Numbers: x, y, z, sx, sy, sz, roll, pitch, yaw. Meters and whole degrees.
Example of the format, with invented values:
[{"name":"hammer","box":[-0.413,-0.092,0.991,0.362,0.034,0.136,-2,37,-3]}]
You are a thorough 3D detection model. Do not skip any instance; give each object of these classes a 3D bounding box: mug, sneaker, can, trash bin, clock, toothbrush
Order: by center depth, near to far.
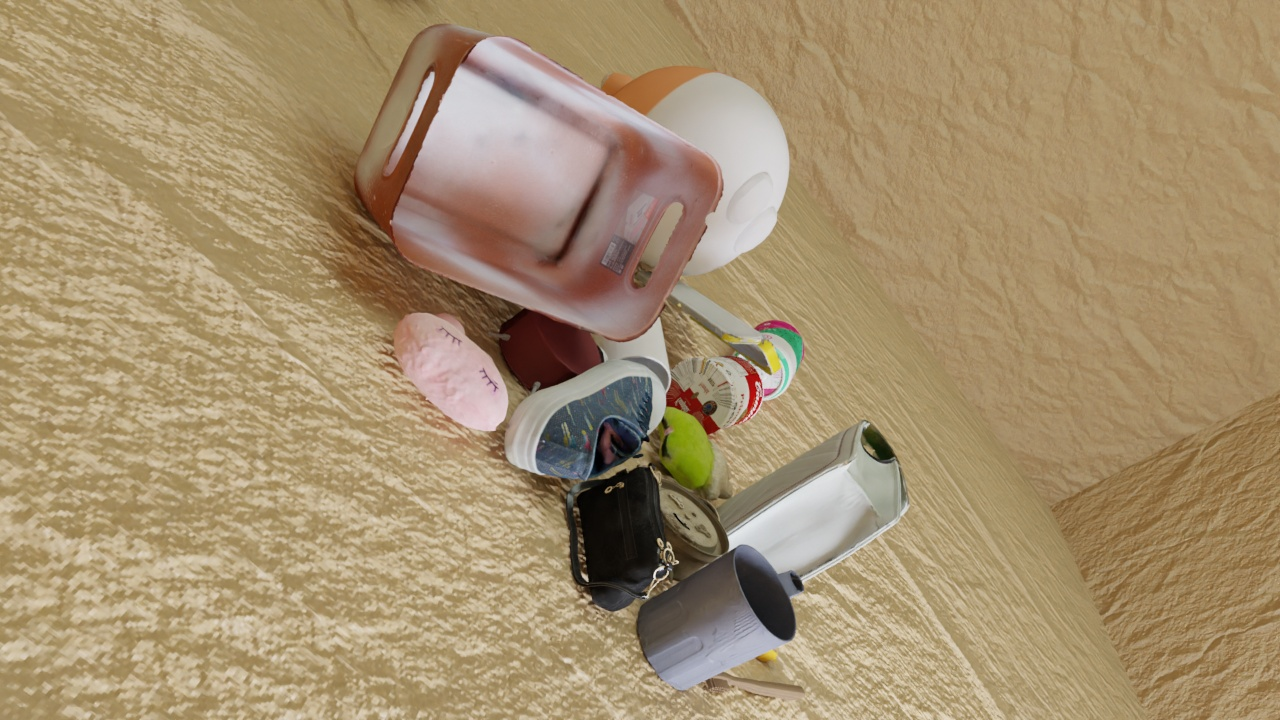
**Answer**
[{"name":"mug","box":[0.071,0.213,0.767,0.123,0.104,0.083,9,50,-61]},{"name":"trash bin","box":[-0.092,-0.151,0.777,0.259,0.182,0.157,19,13,-38]},{"name":"sneaker","box":[-0.022,0.054,0.801,0.079,0.087,0.235,20,14,23]},{"name":"toothbrush","box":[0.107,0.299,0.836,0.166,0.016,0.016,29,33,-46]},{"name":"clock","box":[0.037,0.156,0.841,0.093,0.055,0.140,45,19,19]},{"name":"clock","box":[-0.079,-0.012,0.857,0.096,0.048,0.137,57,22,5]},{"name":"mug","box":[-0.006,0.006,0.967,0.090,0.074,0.111,-98,172,-48]},{"name":"can","box":[0.085,0.039,1.067,0.086,0.087,0.116,60,22,11]},{"name":"can","box":[0.182,-0.001,1.317,0.088,0.088,0.165,54,22,-1]}]

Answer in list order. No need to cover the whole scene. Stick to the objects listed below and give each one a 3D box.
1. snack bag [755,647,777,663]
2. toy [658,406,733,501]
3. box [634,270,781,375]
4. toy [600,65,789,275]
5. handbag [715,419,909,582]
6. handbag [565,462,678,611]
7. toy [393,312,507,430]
[{"name":"snack bag","box":[0.101,0.260,0.874,0.099,0.020,0.026,41,25,-31]},{"name":"toy","box":[0.061,0.106,0.979,0.118,0.043,0.092,41,30,-32]},{"name":"box","box":[0.087,-0.056,1.174,0.128,0.045,0.210,29,8,-45]},{"name":"toy","box":[0.057,-0.258,1.202,0.281,0.265,0.263,44,-9,26]},{"name":"handbag","box":[0.160,0.153,0.913,0.096,0.199,0.141,52,24,-1]},{"name":"handbag","box":[-0.012,0.138,0.737,0.054,0.079,0.128,36,28,-37]},{"name":"toy","box":[-0.144,0.002,0.711,0.108,0.053,0.105,46,9,-17]}]
